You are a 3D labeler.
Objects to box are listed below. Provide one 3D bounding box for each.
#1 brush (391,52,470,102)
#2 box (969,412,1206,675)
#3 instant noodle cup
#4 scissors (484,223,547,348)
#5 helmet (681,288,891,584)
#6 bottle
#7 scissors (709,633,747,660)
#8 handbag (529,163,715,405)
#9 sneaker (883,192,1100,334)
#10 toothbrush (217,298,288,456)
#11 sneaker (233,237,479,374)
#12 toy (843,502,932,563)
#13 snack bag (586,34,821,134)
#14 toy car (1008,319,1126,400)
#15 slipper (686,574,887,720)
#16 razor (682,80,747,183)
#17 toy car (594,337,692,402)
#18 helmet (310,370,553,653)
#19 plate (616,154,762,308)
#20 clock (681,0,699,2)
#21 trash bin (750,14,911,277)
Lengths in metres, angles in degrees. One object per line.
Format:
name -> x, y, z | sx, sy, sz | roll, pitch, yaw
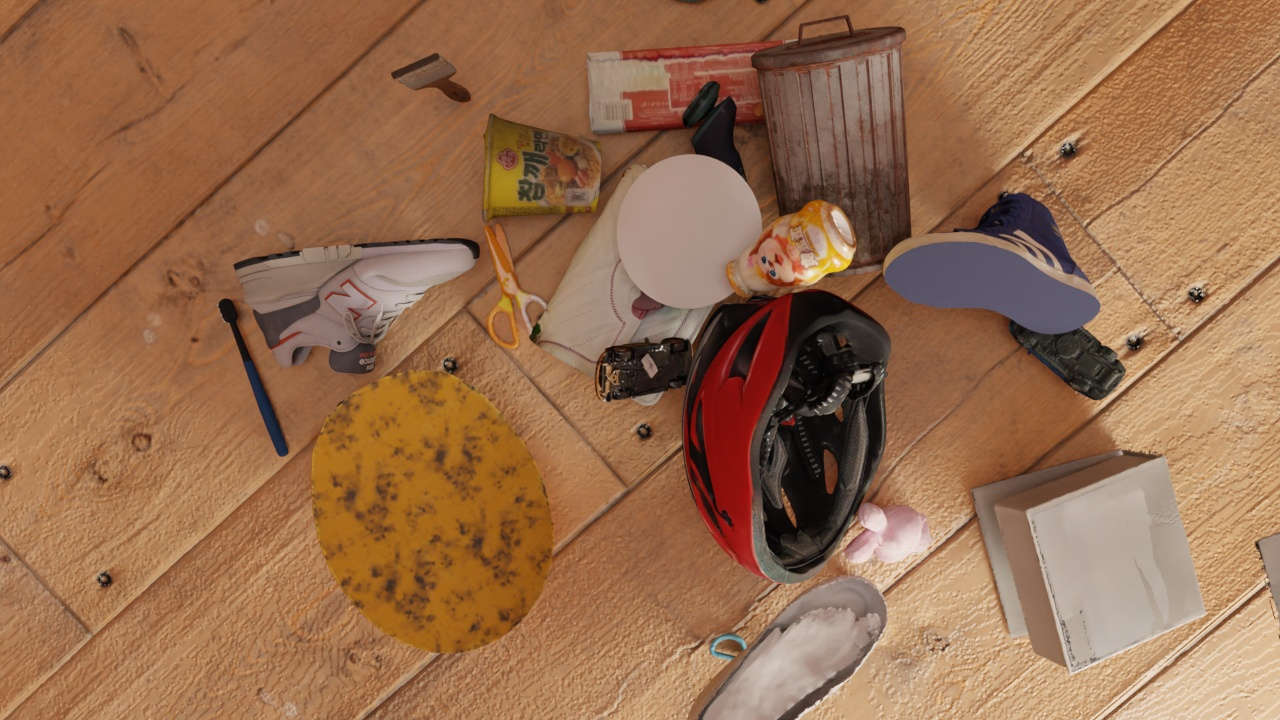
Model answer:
brush -> -0.179, -0.253, 0.837 | 0.045, 0.143, 0.008 | -20, 92, 10
box -> 0.438, 0.180, 1.037 | 0.172, 0.403, 0.169 | -16, 93, 0
instant noodle cup -> -0.095, -0.177, 0.871 | 0.108, 0.102, 0.102 | 3, 94, -9
scissors -> -0.126, -0.078, 0.914 | 0.070, 0.013, 0.130 | -10, 95, 0
helmet -> 0.130, 0.069, 0.836 | 0.167, 0.216, 0.272 | 14, 110, 43
bottle -> 0.126, -0.090, 0.783 | 0.109, 0.063, 0.063 | -26, 94, 32
scissors -> 0.125, 0.332, 0.946 | 0.135, 0.015, 0.135 | 24, 87, -5
handbag -> 0.000, -0.071, 0.874 | 0.142, 0.096, 0.198 | 29, 94, -3
sneaker -> 0.311, -0.110, 0.836 | 0.232, 0.092, 0.118 | 12, 53, -22
toothbrush -> -0.387, 0.018, 0.919 | 0.014, 0.014, 0.168 | -23, 98, -32
sneaker -> -0.267, -0.050, 0.887 | 0.240, 0.088, 0.124 | -4, 98, 9
toy -> 0.242, 0.169, 0.903 | 0.109, 0.047, 0.064 | 11, 111, -42
snack bag -> 0.062, -0.265, 0.889 | 0.225, 0.041, 0.077 | -4, 95, -1
toy car -> 0.416, -0.011, 0.904 | 0.120, 0.043, 0.056 | 41, 93, 0
slipper -> 0.144, 0.305, 0.902 | 0.246, 0.075, 0.112 | -39, 101, -12
razor -> 0.079, -0.192, 0.873 | 0.052, 0.047, 0.143 | -5, 124, 30
toy car -> -0.005, 0.004, 0.811 | 0.111, 0.047, 0.047 | -9, 110, -40
helmet -> -0.206, 0.146, 0.870 | 0.204, 0.132, 0.255 | -23, 88, -29
plate -> 0.043, -0.114, 0.814 | 0.134, 0.011, 0.134 | -2, 100, -15
clock -> 0.037, -0.401, 0.872 | 0.124, 0.053, 0.090 | 33, 93, 1
trash bin -> 0.176, -0.195, 0.821 | 0.131, 0.130, 0.211 | -11, 112, 1
